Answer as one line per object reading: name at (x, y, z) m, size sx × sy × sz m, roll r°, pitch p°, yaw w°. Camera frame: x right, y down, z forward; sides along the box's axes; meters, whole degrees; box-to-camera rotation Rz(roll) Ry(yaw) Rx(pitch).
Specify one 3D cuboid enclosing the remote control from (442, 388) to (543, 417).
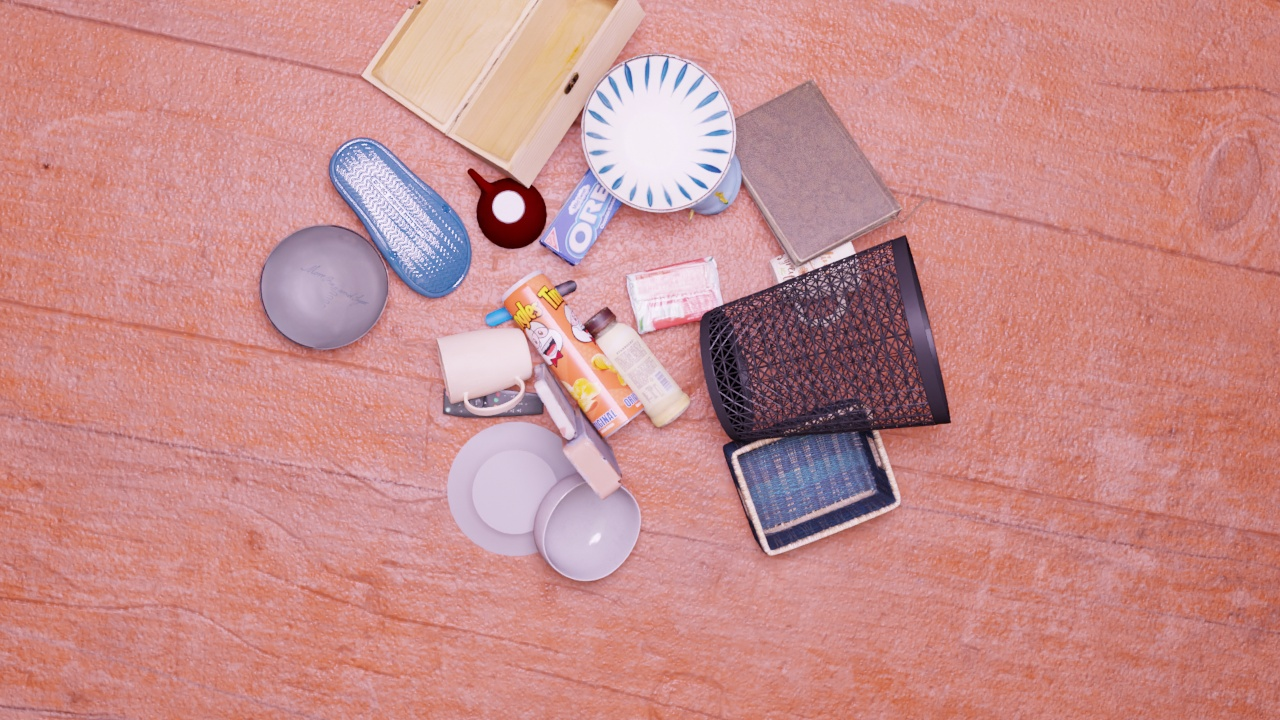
remote control at (-0.185, 0.053, 1.156) m, size 0.124 × 0.010 × 0.039 m, roll 2°, pitch 94°, yaw -5°

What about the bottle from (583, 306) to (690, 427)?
bottle at (-0.007, 0.007, 1.146) m, size 0.056 × 0.056 × 0.162 m, roll -39°, pitch 96°, yaw -2°

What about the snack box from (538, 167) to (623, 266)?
snack box at (-0.038, -0.222, 1.129) m, size 0.059 × 0.059 × 0.226 m, roll 36°, pitch 90°, yaw -10°

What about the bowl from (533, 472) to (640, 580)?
bowl at (-0.072, 0.201, 1.142) m, size 0.131 × 0.064 × 0.132 m, roll -6°, pitch 104°, yaw -26°

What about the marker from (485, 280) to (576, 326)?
marker at (-0.137, -0.072, 1.151) m, size 0.123 × 0.015 × 0.018 m, roll -23°, pitch 89°, yaw -6°

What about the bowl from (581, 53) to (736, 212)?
bowl at (0.017, -0.258, 1.066) m, size 0.177 × 0.071 × 0.177 m, roll -1°, pitch 94°, yaw -8°

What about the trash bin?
trash bin at (0.211, -0.009, 1.070) m, size 0.244 × 0.216 × 0.217 m, roll -14°, pitch 95°, yaw 19°

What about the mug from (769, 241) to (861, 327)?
mug at (0.222, -0.096, 1.161) m, size 0.097 × 0.081 × 0.122 m, roll -17°, pitch 120°, yaw 3°

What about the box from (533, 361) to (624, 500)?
box at (-0.081, 0.075, 1.064) m, size 0.043 × 0.216 × 0.148 m, roll -41°, pitch 97°, yaw 0°

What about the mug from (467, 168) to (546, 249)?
mug at (-0.166, -0.190, 1.103) m, size 0.114 × 0.088 × 0.087 m, roll 45°, pitch 89°, yaw -6°

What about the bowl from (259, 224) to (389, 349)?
bowl at (-0.375, -0.088, 1.107) m, size 0.150 × 0.057 × 0.151 m, roll 0°, pitch 94°, yaw -6°

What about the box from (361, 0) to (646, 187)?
box at (-0.163, -0.372, 1.097) m, size 0.261 × 0.096 × 0.247 m, roll 35°, pitch 89°, yaw 10°

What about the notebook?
notebook at (0.221, -0.238, 1.125) m, size 0.190 × 0.034 × 0.215 m, roll -26°, pitch 73°, yaw -4°

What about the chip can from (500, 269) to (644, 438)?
chip can at (-0.082, -0.008, 1.110) m, size 0.062 × 0.062 × 0.210 m, roll -37°, pitch 89°, yaw -2°

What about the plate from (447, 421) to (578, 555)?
plate at (-0.158, 0.165, 1.162) m, size 0.173 × 0.019 × 0.173 m, roll 0°, pitch 94°, yaw -5°

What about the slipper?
slipper at (-0.286, -0.174, 1.111) m, size 0.103 × 0.059 × 0.214 m, roll -40°, pitch 108°, yaw -11°

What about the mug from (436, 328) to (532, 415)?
mug at (-0.184, 0.014, 1.111) m, size 0.104 × 0.085 × 0.111 m, roll -14°, pitch 61°, yaw -14°

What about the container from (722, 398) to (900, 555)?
container at (0.215, 0.145, 1.168) m, size 0.187 × 0.071 × 0.145 m, roll -20°, pitch 95°, yaw -3°

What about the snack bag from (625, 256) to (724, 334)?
snack bag at (0.044, -0.082, 1.155) m, size 0.116 × 0.036 × 0.077 m, roll -13°, pitch 94°, yaw -4°

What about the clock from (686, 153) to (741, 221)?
clock at (0.071, -0.237, 1.121) m, size 0.089 × 0.051 × 0.124 m, roll -20°, pitch 79°, yaw 39°
